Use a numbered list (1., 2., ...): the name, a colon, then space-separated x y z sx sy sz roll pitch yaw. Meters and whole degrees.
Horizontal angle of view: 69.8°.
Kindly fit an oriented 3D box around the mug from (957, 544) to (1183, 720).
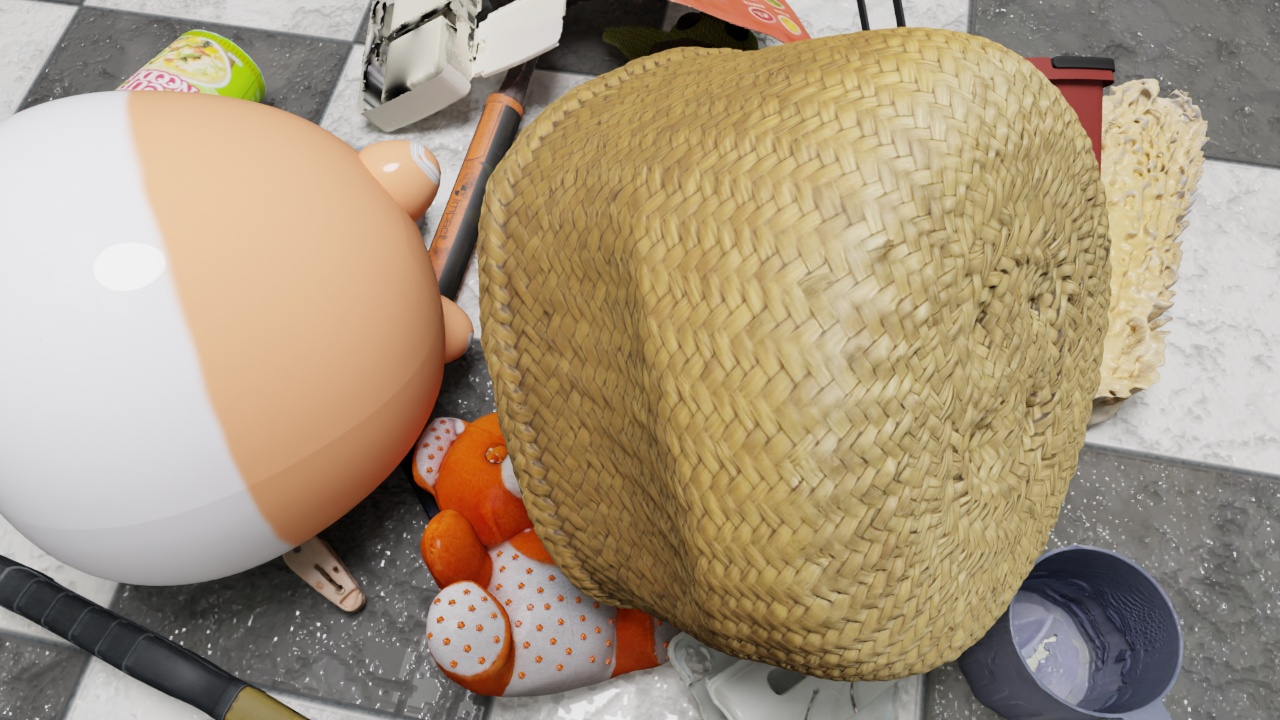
1. mug: 0.234 0.171 0.492 0.083 0.104 0.124 -21 66 -8

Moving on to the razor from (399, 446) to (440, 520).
1. razor: -0.138 0.084 0.590 0.042 0.022 0.144 -30 68 -13

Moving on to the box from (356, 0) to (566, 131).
1. box: -0.133 -0.261 0.707 0.184 0.050 0.143 -13 63 28

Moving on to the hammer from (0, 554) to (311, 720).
1. hammer: -0.241 0.182 0.510 0.333 0.118 0.025 19 65 16

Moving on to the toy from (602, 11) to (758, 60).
1. toy: 0.040 -0.194 0.681 0.179 0.078 0.152 15 66 11

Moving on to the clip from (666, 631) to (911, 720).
1. clip: 0.104 0.182 0.496 0.126 0.096 0.152 -26 63 -23

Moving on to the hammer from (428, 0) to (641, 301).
1. hammer: -0.097 -0.172 0.685 0.138 0.035 0.313 5 68 30

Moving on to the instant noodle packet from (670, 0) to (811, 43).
1. instant noodle packet: 0.031 -0.300 0.663 0.164 0.084 0.220 7 42 -34

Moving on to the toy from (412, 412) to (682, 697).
1. toy: -0.059 0.103 0.538 0.163 0.093 0.172 2 56 -31

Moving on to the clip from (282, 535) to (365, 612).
1. clip: -0.194 0.128 0.562 0.061 0.041 0.024 36 72 22

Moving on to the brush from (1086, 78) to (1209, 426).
1. brush: 0.324 -0.080 0.631 0.083 0.057 0.270 21 67 12

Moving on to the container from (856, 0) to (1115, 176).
1. container: 0.210 -0.163 0.591 0.127 0.148 0.201 -8 92 -20

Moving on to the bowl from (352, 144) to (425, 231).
1. bowl: -0.202 -0.104 0.666 0.106 0.039 0.106 -3 59 4

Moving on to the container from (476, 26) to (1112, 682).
1. container: 0.095 -0.009 0.452 0.197 0.307 0.306 10 61 42

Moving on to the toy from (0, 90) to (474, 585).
1. toy: -0.238 -0.022 0.515 0.280 0.263 0.265 -20 46 -17

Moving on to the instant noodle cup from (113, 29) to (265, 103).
1. instant noodle cup: -0.341 -0.187 0.687 0.099 0.099 0.107 15 59 9
